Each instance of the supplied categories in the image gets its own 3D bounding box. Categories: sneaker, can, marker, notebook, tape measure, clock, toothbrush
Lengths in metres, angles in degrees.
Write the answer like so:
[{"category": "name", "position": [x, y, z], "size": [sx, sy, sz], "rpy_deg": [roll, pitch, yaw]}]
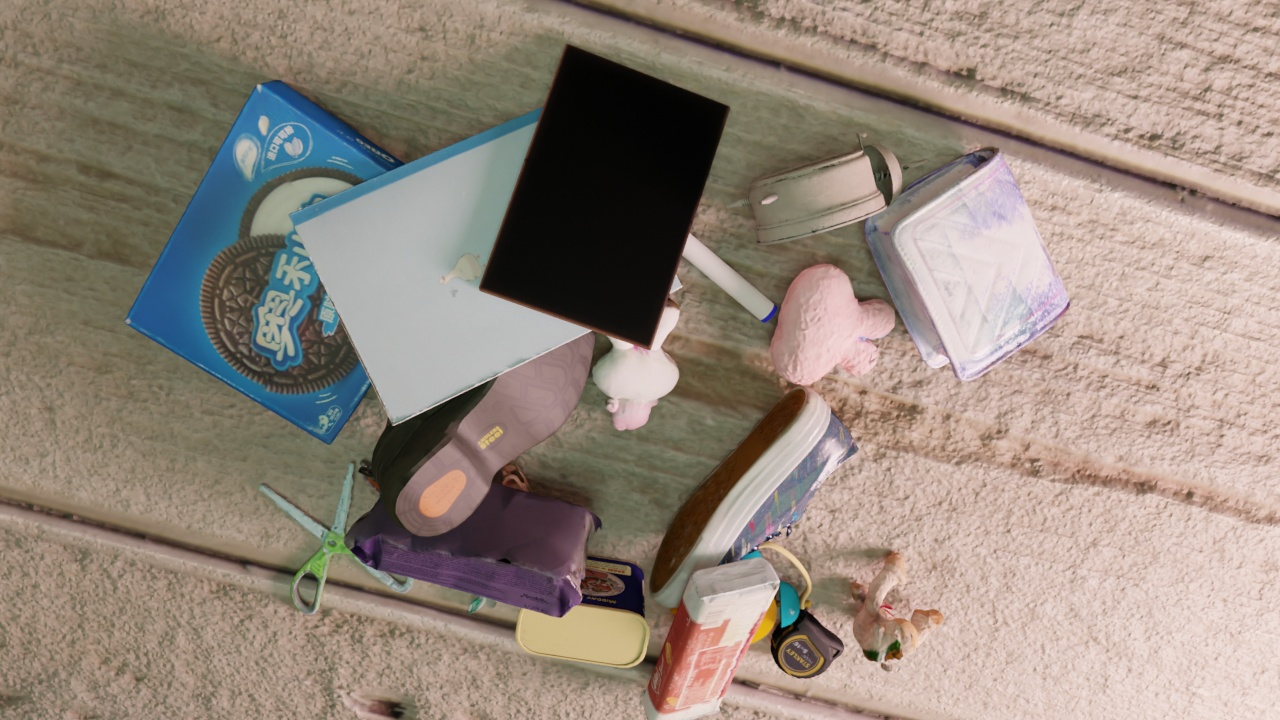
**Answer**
[{"category": "sneaker", "position": [0.101, 0.133, 0.823], "size": [0.079, 0.087, 0.235], "rpy_deg": [37, 98, -13]}, {"category": "can", "position": [-0.051, 0.225, 0.845], "size": [0.116, 0.092, 0.057], "rpy_deg": [10, 108, -3]}, {"category": "marker", "position": [0.059, -0.083, 0.780], "size": [0.141, 0.020, 0.020], "rpy_deg": [38, 104, -12]}, {"category": "notebook", "position": [-0.026, -0.129, 0.724], "size": [0.141, 0.008, 0.209], "rpy_deg": [19, 83, -7]}, {"category": "tape measure", "position": [0.157, 0.277, 0.894], "size": [0.061, 0.034, 0.061], "rpy_deg": [-43, 103, 10]}, {"category": "clock", "position": [0.154, -0.140, 0.725], "size": [0.156, 0.103, 0.061], "rpy_deg": [-19, 101, -9]}, {"category": "clock", "position": [0.098, 0.224, 0.873], "size": [0.130, 0.043, 0.099], "rpy_deg": [-39, 104, 19]}, {"category": "sneaker", "position": [-0.146, 0.033, 0.789], "size": [0.237, 0.143, 0.101], "rpy_deg": [-50, 128, -18]}, {"category": "notebook", "position": [-0.116, -0.085, 0.717], "size": [0.253, 0.009, 0.181], "rpy_deg": [-26, 90, -11]}, {"category": "toothbrush", "position": [-0.122, 0.195, 0.875], "size": [0.022, 0.017, 0.135], "rpy_deg": [43, 104, 0]}]

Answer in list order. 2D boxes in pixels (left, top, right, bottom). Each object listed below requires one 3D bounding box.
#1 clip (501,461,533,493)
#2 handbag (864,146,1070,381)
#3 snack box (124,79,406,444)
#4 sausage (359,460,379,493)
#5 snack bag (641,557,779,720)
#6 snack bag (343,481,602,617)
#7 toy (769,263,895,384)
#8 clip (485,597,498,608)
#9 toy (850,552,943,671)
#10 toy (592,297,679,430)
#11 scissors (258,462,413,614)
[{"category": "clip", "position": [-0.115, 0.119, 0.849], "size": [0.026, 0.059, 0.052], "rpy_deg": [-20, 68, 5]}, {"category": "handbag", "position": [0.272, -0.079, 0.761], "size": [0.126, 0.069, 0.158], "rpy_deg": [-33, 107, -5]}, {"category": "snack box", "position": [-0.278, -0.077, 0.762], "size": [0.195, 0.056, 0.239], "rpy_deg": [34, 105, -12]}, {"category": "sausage", "position": [-0.203, 0.147, 0.857], "size": [0.020, 0.020, 0.155], "rpy_deg": [-42, 104, 12]}, {"category": "snack bag", "position": [0.059, 0.262, 0.835], "size": [0.077, 0.041, 0.226], "rpy_deg": [-6, 137, -21]}, {"category": "snack bag", "position": [-0.142, 0.148, 0.795], "size": [0.205, 0.096, 0.059], "rpy_deg": [14, 134, 1]}, {"category": "toy", "position": [0.165, -0.026, 0.785], "size": [0.105, 0.053, 0.108], "rpy_deg": [13, 108, -16]}, {"category": "clip", "position": [-0.126, 0.178, 0.860], "size": [0.056, 0.045, 0.102], "rpy_deg": [-9, 97, 16]}, {"category": "toy", "position": [0.229, 0.240, 0.849], "size": [0.074, 0.105, 0.085], "rpy_deg": [-19, 101, 28]}, {"category": "toy", "position": [-0.005, 0.005, 0.799], "size": [0.079, 0.038, 0.123], "rpy_deg": [-2, 112, -23]}, {"category": "scissors", "position": [-0.286, 0.172, 0.872], "size": [0.172, 0.023, 0.172], "rpy_deg": [21, 110, -1]}]
